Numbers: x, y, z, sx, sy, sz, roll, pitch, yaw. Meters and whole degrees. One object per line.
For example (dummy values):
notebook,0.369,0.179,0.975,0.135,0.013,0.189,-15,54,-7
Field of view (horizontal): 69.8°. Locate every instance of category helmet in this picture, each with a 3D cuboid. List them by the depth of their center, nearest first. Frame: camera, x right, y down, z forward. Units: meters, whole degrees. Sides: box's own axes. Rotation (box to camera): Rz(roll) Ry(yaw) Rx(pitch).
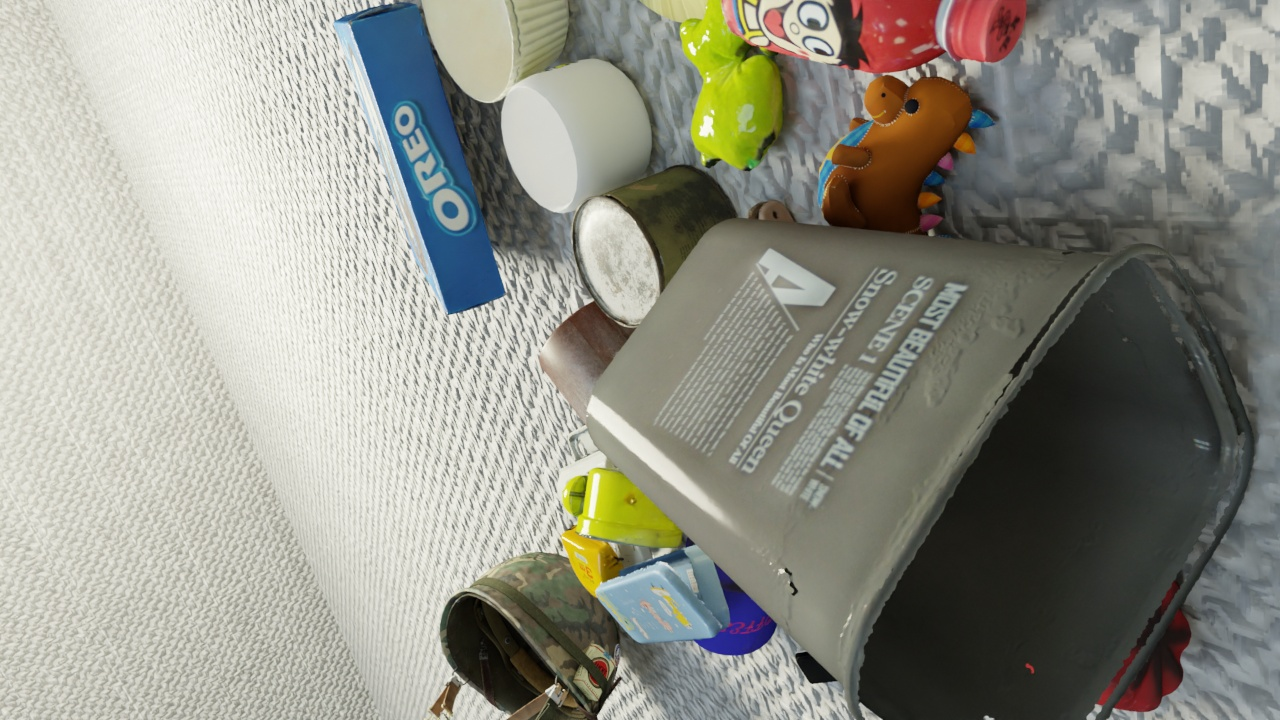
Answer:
helmet,-0.121,0.329,0.977,0.193,0.235,0.224,-15,99,44

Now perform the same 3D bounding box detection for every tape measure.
tape measure,-0.038,0.184,0.831,0.068,0.030,0.059,14,128,55

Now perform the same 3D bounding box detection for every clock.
clock,-0.013,0.115,0.720,0.119,0.083,0.057,-1,81,60

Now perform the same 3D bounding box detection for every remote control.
remote control,0.158,0.233,0.706,0.028,0.011,0.124,57,149,6

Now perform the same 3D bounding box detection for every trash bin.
trash bin,0.109,0.043,0.430,0.197,0.197,0.220,40,173,-37

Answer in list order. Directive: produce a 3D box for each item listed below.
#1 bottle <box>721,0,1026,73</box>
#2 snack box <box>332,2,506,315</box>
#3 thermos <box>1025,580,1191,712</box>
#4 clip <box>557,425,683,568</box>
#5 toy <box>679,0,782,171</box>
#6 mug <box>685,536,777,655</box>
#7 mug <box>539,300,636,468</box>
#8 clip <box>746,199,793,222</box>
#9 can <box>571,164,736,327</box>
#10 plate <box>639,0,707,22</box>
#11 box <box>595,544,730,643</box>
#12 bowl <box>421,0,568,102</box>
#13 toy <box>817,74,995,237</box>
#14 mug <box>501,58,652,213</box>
bottle,0.104,-0.163,0.415,0.137,0.061,0.062,32,139,41
snack box,-0.192,-0.179,0.787,0.195,0.056,0.239,-137,30,-61
thermos,0.182,0.139,0.535,0.240,0.073,0.073,-7,109,58
clip,-0.027,0.129,0.838,0.126,0.089,0.150,-31,78,62
toy,0.052,-0.156,0.522,0.094,0.036,0.093,-33,83,56
mug,0.067,0.163,0.728,0.111,0.079,0.084,-117,21,-45
mug,-0.004,0.004,0.699,0.123,0.096,0.110,-46,76,21
clip,0.086,-0.067,0.555,0.049,0.025,0.061,37,143,33
can,0.010,-0.077,0.610,0.090,0.074,0.090,34,139,37
plate,0.004,-0.274,0.494,0.184,0.036,0.185,36,141,35
box,0.009,0.189,0.706,0.210,0.052,0.067,130,121,-68
bowl,-0.097,-0.246,0.641,0.115,0.062,0.115,36,142,35
toy,0.140,-0.088,0.451,0.103,0.070,0.090,36,133,-1
mug,-0.048,-0.153,0.639,0.116,0.067,0.094,-19,99,59
